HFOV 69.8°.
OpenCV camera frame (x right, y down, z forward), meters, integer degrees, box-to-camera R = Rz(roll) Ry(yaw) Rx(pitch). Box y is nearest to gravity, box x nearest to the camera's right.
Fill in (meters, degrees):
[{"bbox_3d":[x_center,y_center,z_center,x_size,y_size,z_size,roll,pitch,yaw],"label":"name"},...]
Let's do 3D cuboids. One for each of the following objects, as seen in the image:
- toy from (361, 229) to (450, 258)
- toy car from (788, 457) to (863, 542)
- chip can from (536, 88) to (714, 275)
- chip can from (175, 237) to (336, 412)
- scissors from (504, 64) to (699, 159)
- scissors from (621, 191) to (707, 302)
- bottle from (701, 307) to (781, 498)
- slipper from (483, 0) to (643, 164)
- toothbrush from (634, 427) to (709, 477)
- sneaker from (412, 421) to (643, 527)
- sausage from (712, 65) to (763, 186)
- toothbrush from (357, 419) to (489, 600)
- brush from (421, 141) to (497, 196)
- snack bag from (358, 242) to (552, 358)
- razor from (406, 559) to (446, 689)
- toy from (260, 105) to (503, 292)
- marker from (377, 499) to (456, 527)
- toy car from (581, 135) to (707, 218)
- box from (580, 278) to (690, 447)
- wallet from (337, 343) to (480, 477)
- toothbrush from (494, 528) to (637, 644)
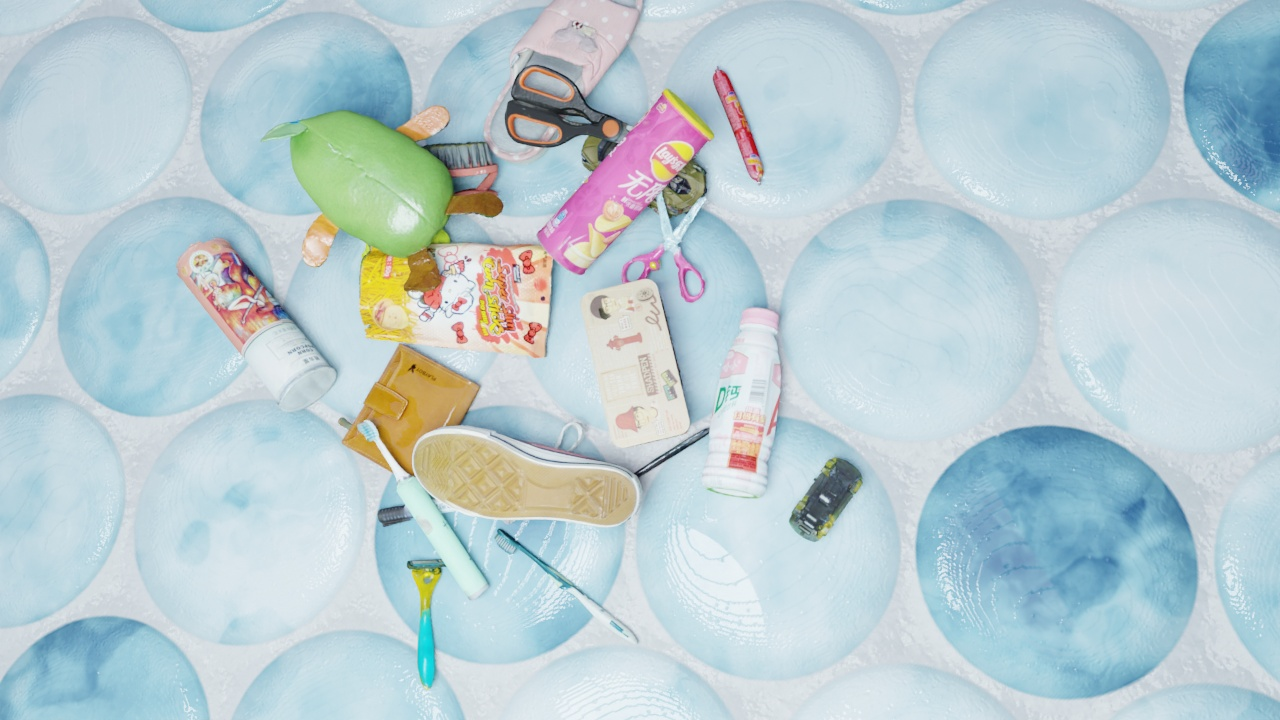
[{"bbox_3d":[-0.273,-0.141,1.060,0.100,0.031,0.097,36,98,4],"label":"toy"},{"bbox_3d":[0.190,0.143,0.945,0.043,0.036,0.091,36,86,13],"label":"toy car"},{"bbox_3d":[-0.018,-0.188,0.986,0.211,0.071,0.071,-45,76,17],"label":"chip can"},{"bbox_3d":[-0.437,-0.042,1.041,0.071,0.071,0.214,-42,76,-3],"label":"chip can"},{"bbox_3d":[-0.048,-0.248,1.028,0.235,0.021,0.137,39,104,4],"label":"scissors"},{"bbox_3d":[0.038,-0.121,1.012,0.125,0.017,0.133,39,105,6],"label":"scissors"},{"bbox_3d":[0.111,0.043,0.962,0.068,0.068,0.196,8,76,8],"label":"bottle"},{"bbox_3d":[-0.092,-0.353,1.072,0.114,0.054,0.274,33,85,12],"label":"slipper"},{"bbox_3d":[-0.003,0.119,0.984,0.181,0.015,0.018,-30,68,1],"label":"toothbrush"},{"bbox_3d":[-0.114,0.120,0.960,0.241,0.088,0.118,9,93,5],"label":"sneaker"},{"bbox_3d":[0.113,-0.270,1.049,0.020,0.020,0.155,-19,77,2],"label":"sausage"},{"bbox_3d":[-0.232,0.156,0.977,0.027,0.027,0.224,-36,87,25],"label":"toothbrush"},{"bbox_3d":[-0.236,-0.215,1.062,0.146,0.063,0.069,-2,108,5],"label":"brush"},{"bbox_3d":[-0.202,-0.072,1.023,0.208,0.073,0.128,4,87,1],"label":"snack bag"},{"bbox_3d":[-0.226,0.278,0.970,0.043,0.028,0.132,3,74,-25],"label":"razor"},{"bbox_3d":[-0.279,-0.186,0.990,0.247,0.090,0.226,38,78,5],"label":"toy"},{"bbox_3d":[-0.222,0.161,1.001,0.131,0.018,0.022,-10,98,5],"label":"marker"},{"bbox_3d":[0.002,-0.218,1.041,0.158,0.042,0.070,30,83,14],"label":"toy car"},{"bbox_3d":[-0.005,0.006,0.983,0.091,0.079,0.168,-13,83,3],"label":"box"},{"bbox_3d":[-0.260,0.058,1.021,0.119,0.035,0.130,28,83,5],"label":"wallet"},{"bbox_3d":[-0.081,0.240,0.968,0.191,0.016,0.018,36,94,13],"label":"toothbrush"}]
